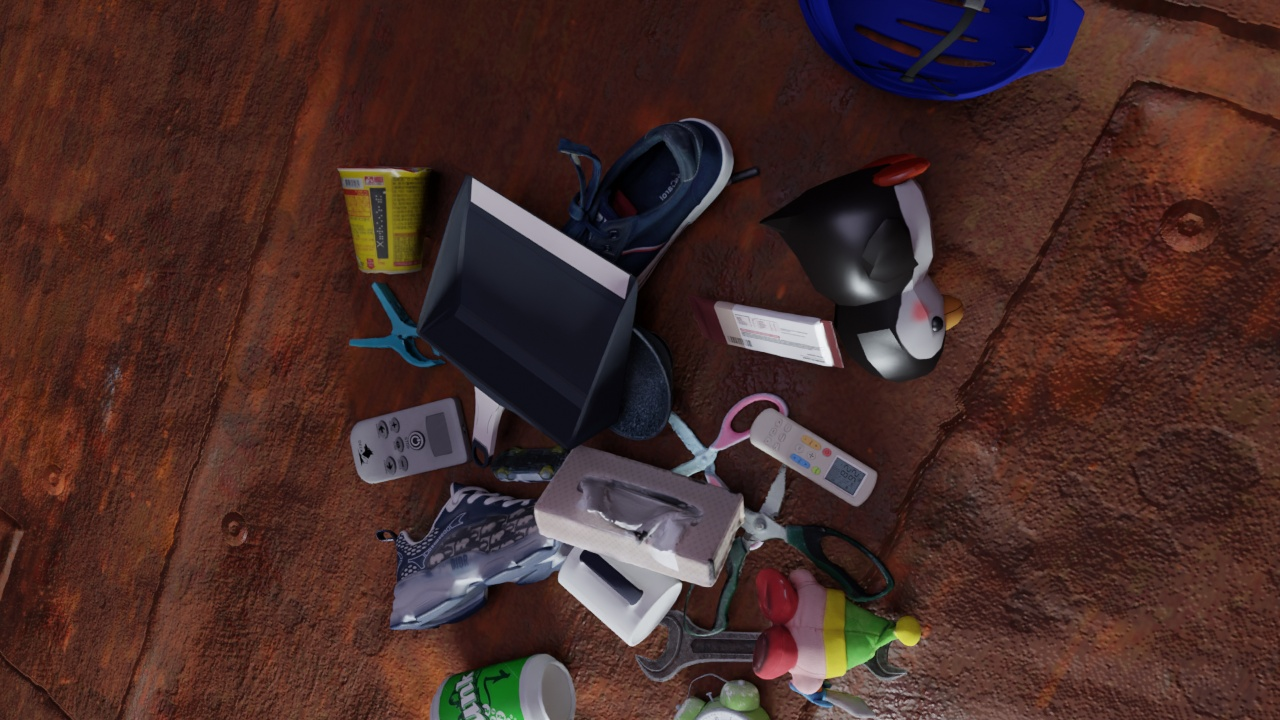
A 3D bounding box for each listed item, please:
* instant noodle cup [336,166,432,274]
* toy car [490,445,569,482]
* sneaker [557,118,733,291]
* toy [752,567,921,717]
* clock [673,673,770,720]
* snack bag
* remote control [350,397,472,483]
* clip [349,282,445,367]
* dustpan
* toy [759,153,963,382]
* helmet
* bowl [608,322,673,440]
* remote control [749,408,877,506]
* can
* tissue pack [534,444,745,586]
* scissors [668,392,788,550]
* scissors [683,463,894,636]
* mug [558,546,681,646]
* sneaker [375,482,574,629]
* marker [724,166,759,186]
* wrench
[{"bbox_3d":[-0.275,-0.154,0.999,0.100,0.100,0.112,7,105,21],"label":"instant noodle cup"},{"bbox_3d":[-0.116,0.113,0.973,0.090,0.038,0.027,-3,127,22],"label":"toy car"},{"bbox_3d":[-0.048,-0.121,0.879,0.295,0.127,0.120,-42,78,30],"label":"sneaker"},{"bbox_3d":[0.171,0.250,0.821,0.131,0.097,0.124,12,68,-17],"label":"toy"},{"bbox_3d":[0.086,0.367,0.902,0.094,0.042,0.119,-27,83,19],"label":"clock"},{"bbox_3d":[0.113,-0.029,0.847,0.158,0.013,0.057,14,142,41],"label":"snack bag"},{"bbox_3d":[-0.263,0.093,1.039,0.151,0.019,0.074,-14,87,22],"label":"remote control"},{"bbox_3d":[-0.264,-0.034,1.031,0.116,0.026,0.097,28,105,18],"label":"clip"},{"bbox_3d":[-0.130,-0.008,0.915,0.236,0.079,0.274,34,135,27],"label":"dustpan"},{"bbox_3d":[0.196,-0.067,0.791,0.140,0.159,0.184,-19,104,11],"label":"toy"},{"bbox_3d":[0.218,-0.286,0.721,0.242,0.227,0.148,22,110,18],"label":"helmet"},{"bbox_3d":[-0.005,0.005,0.903,0.137,0.057,0.137,26,131,34],"label":"bowl"},{"bbox_3d":[0.161,0.090,0.860,0.125,0.018,0.038,32,84,7],"label":"remote control"},{"bbox_3d":[-0.145,0.365,0.969,0.140,0.087,0.087,-20,85,21],"label":"can"},{"bbox_3d":[-0.003,0.140,0.853,0.181,0.103,0.071,17,134,19],"label":"tissue pack"},{"bbox_3d":[0.082,0.106,0.906,0.171,0.013,0.177,-29,83,19],"label":"scissors"},{"bbox_3d":[0.122,0.204,0.883,0.202,0.015,0.206,35,103,11],"label":"scissors"},{"bbox_3d":[-0.023,0.215,0.897,0.097,0.112,0.078,36,79,22],"label":"mug"},{"bbox_3d":[-0.162,0.178,0.969,0.270,0.103,0.132,-29,65,14],"label":"sneaker"},{"bbox_3d":[0.045,-0.164,0.909,0.152,0.011,0.011,-15,87,21],"label":"marker"},{"bbox_3d":[0.124,0.278,0.887,0.274,0.010,0.070,-6,64,21],"label":"wrench"}]
